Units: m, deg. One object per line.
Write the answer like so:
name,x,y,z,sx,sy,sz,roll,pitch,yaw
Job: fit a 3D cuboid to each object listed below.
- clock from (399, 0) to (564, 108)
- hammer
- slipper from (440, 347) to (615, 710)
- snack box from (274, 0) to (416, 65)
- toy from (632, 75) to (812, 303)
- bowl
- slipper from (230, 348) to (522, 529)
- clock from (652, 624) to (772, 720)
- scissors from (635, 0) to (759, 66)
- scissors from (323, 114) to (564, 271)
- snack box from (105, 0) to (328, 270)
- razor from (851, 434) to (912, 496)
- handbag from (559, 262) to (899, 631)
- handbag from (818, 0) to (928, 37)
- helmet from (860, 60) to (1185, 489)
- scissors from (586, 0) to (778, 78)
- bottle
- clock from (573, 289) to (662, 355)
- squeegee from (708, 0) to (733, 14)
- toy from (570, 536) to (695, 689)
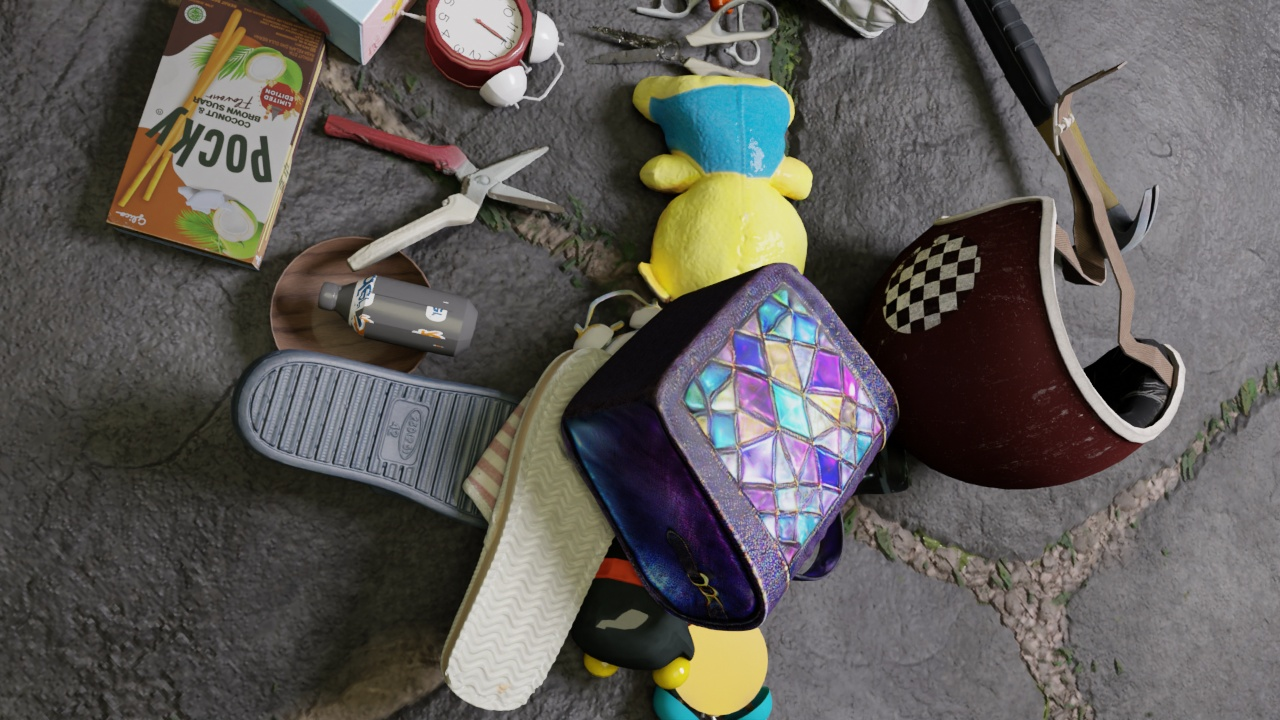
clock,-0.121,-0.259,0.736,0.124,0.044,0.087,34,78,-8
hammer,0.361,-0.245,0.834,0.025,0.118,0.333,-26,87,-17
slipper,-0.076,0.116,0.666,0.115,0.052,0.262,28,75,-32
snack box,-0.222,-0.300,0.696,0.093,0.080,0.094,35,76,-10
toy,0.069,-0.132,0.755,0.149,0.084,0.214,1,87,-6
bowl,-0.217,-0.033,0.700,0.119,0.032,0.119,1,85,-14
slipper,-0.170,0.055,0.675,0.263,0.083,0.101,23,80,-36
clock,0.059,0.256,0.745,0.099,0.044,0.129,5,77,-14
scissors,0.075,-0.327,0.808,0.165,0.014,0.141,3,79,-10
scissors,-0.162,-0.129,0.714,0.199,0.015,0.178,23,60,-5
snack box,-0.312,-0.172,0.687,0.101,0.032,0.186,16,82,-13
razor,0.164,0.097,0.771,0.140,0.064,0.053,-10,87,-15
handbag,0.077,0.068,0.661,0.204,0.126,0.222,-45,108,-35
handbag,0.185,-0.375,0.772,0.194,0.073,0.138,18,80,-41
helmet,0.296,-0.025,0.716,0.233,0.254,0.233,41,54,-21
scissors,0.043,-0.256,0.783,0.163,0.012,0.153,-31,114,8
bottle,-0.176,-0.035,0.669,0.112,0.047,0.047,13,82,-13
clock,-0.004,0.004,0.744,0.088,0.052,0.125,-21,88,-14
squeegee,0.086,-0.388,0.773,0.249,0.055,0.185,4,100,-47
toy,-0.003,0.178,0.710,0.100,0.098,0.119,60,40,-46
